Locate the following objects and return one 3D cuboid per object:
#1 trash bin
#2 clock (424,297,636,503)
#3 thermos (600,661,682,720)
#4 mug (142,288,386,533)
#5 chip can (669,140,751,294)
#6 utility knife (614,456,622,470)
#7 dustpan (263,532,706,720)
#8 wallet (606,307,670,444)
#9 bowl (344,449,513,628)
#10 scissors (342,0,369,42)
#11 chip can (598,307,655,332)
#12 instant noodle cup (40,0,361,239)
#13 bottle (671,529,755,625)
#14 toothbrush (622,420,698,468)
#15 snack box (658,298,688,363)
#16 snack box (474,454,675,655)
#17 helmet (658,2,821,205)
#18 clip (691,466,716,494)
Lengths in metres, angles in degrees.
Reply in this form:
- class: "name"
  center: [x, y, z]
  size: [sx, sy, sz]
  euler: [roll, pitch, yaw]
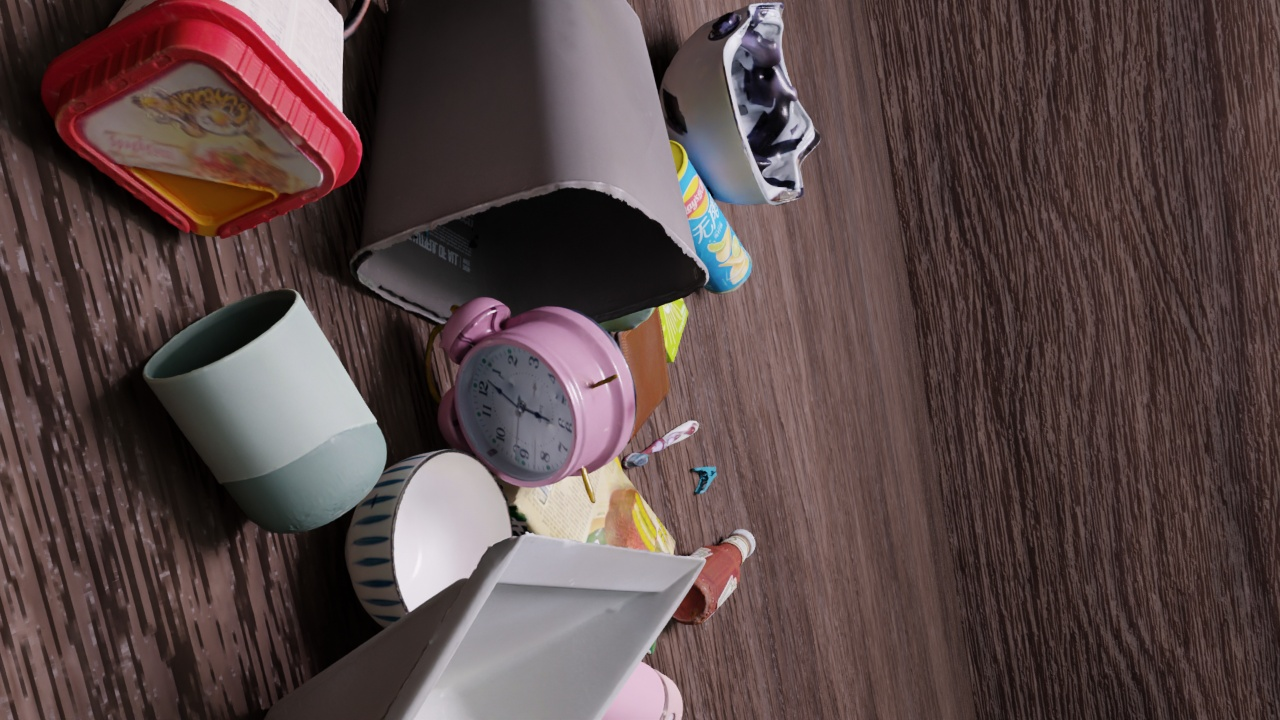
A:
- class: "trash bin"
  center: [-0.080, -0.152, 0.643]
  size: [0.199, 0.199, 0.219]
  euler: [30, 49, -61]
- class: "clock"
  center: [-0.082, 0.021, 0.610]
  size: [0.059, 0.159, 0.117]
  euler: [-26, 131, -53]
- class: "thermos"
  center: [-0.033, 0.281, 0.754]
  size: [0.087, 0.067, 0.198]
  euler: [-55, 143, -10]
- class: "mug"
  center: [-0.190, 0.023, 0.486]
  size: [0.111, 0.082, 0.106]
  euler: [-117, -177, -61]
- class: "chip can"
  center: [0.060, -0.158, 1.050]
  size: [0.210, 0.071, 0.071]
  euler: [47, 43, -51]
- class: "utility knife"
  center: [-0.008, 0.166, 0.884]
  size: [0.033, 0.015, 0.218]
  euler: [-49, 127, -54]
- class: "dustpan"
  center: [-0.085, 0.224, 0.510]
  size: [0.222, 0.258, 0.142]
  euler: [28, 35, -59]
- class: "wallet"
  center: [-0.005, 0.005, 0.901]
  size: [0.101, 0.032, 0.125]
  euler: [-53, 141, -55]
- class: "bowl"
  center: [-0.138, 0.116, 0.570]
  size: [0.116, 0.066, 0.116]
  euler: [29, 57, -58]
- class: "scissors"
  center: [-0.188, -0.304, 0.570]
  size: [0.212, 0.015, 0.198]
  euler: [-33, 126, -42]
- class: "chip can"
  center: [-0.019, -0.108, 0.811]
  size: [0.220, 0.073, 0.072]
  euler: [-87, 157, -55]
- class: "instant noodle cup"
  center: [-0.207, -0.145, 0.461]
  size: [0.116, 0.116, 0.124]
  euler: [50, 29, -49]
- class: "bottle"
  center: [0.083, 0.228, 1.006]
  size: [0.205, 0.060, 0.060]
  euler: [-16, 97, -67]
- class: "toothbrush"
  center: [0.028, 0.087, 0.977]
  size: [0.187, 0.017, 0.016]
  euler: [-18, 100, -63]
- class: "snack box"
  center: [0.005, -0.080, 0.968]
  size: [0.156, 0.026, 0.085]
  euler: [63, 31, -34]
- class: "snack box"
  center: [-0.051, 0.138, 0.749]
  size: [0.240, 0.063, 0.114]
  euler: [57, 35, -42]
- class: "helmet"
  center: [0.101, -0.290, 1.087]
  size: [0.229, 0.146, 0.257]
  euler: [63, 37, -32]
- class: "clip"
  center: [0.075, 0.134, 1.066]
  size: [0.055, 0.013, 0.034]
  euler: [-25, 107, -64]
